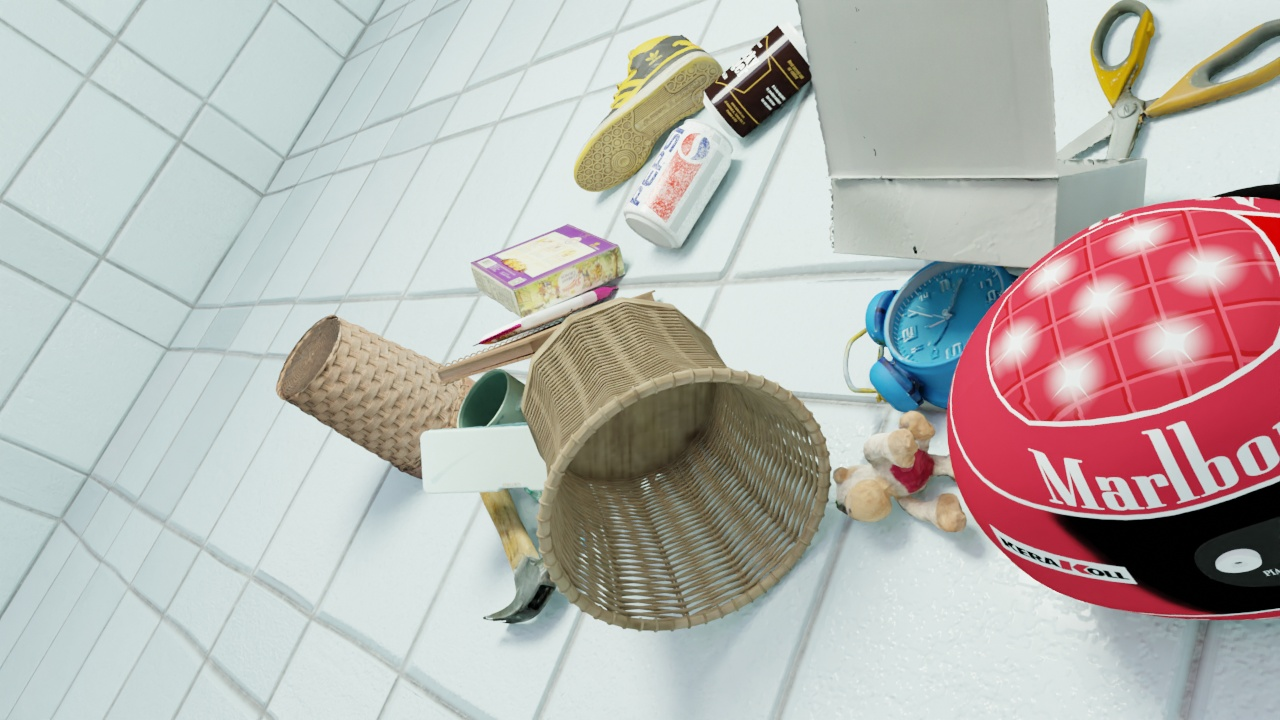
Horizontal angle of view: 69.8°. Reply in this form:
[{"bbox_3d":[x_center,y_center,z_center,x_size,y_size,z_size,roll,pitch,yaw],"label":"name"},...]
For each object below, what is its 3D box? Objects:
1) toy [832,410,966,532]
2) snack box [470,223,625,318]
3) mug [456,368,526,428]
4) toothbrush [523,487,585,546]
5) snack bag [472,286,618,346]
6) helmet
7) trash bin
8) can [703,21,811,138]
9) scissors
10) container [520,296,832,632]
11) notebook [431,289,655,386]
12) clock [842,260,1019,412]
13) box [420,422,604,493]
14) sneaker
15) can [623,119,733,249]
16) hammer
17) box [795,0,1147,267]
[{"bbox_3d":[0.179,0.084,0.668,0.106,0.085,0.074,-28,20,45],"label":"toy"},{"bbox_3d":[-0.116,-0.115,1.136,0.147,0.041,0.143,-25,29,-21],"label":"snack box"},{"bbox_3d":[-0.125,0.067,0.999,0.112,0.104,0.084,-16,49,41],"label":"mug"},{"bbox_3d":[-0.091,0.161,0.957,0.022,0.017,0.135,-54,35,-2],"label":"toothbrush"},{"bbox_3d":[-0.104,-0.051,1.050,0.070,0.016,0.196,-22,4,37],"label":"snack bag"},{"bbox_3d":[0.292,0.022,0.466,0.272,0.224,0.197,-25,44,36],"label":"helmet"},{"bbox_3d":[-0.326,0.040,1.158,0.152,0.210,0.151,-28,42,29],"label":"trash bin"},{"bbox_3d":[0.139,-0.321,1.055,0.129,0.072,0.071,-38,38,20],"label":"can"},{"bbox_3d":[0.402,-0.209,0.712,0.227,0.016,0.224,-4,58,47],"label":"scissors"},{"bbox_3d":[0.011,0.069,0.756,0.227,0.227,0.196,-47,29,8],"label":"container"},{"bbox_3d":[-0.103,-0.026,1.006,0.170,0.022,0.209,-15,7,41],"label":"notebook"},{"bbox_3d":[0.230,-0.018,0.707,0.162,0.060,0.116,-27,43,34],"label":"clock"},{"bbox_3d":[-0.123,0.096,0.923,0.199,0.085,0.070,-5,29,14],"label":"box"},{"bbox_3d":[-0.007,-0.336,1.218,0.239,0.086,0.122,-38,44,14],"label":"sneaker"},{"bbox_3d":[0.044,-0.202,1.056,0.078,0.078,0.136,21,77,54],"label":"can"},{"bbox_3d":[-0.156,0.158,1.005,0.132,0.033,0.330,-61,32,13],"label":"hammer"},{"bbox_3d":[0.177,-0.164,0.580,0.167,0.412,0.149,11,73,45],"label":"box"}]
